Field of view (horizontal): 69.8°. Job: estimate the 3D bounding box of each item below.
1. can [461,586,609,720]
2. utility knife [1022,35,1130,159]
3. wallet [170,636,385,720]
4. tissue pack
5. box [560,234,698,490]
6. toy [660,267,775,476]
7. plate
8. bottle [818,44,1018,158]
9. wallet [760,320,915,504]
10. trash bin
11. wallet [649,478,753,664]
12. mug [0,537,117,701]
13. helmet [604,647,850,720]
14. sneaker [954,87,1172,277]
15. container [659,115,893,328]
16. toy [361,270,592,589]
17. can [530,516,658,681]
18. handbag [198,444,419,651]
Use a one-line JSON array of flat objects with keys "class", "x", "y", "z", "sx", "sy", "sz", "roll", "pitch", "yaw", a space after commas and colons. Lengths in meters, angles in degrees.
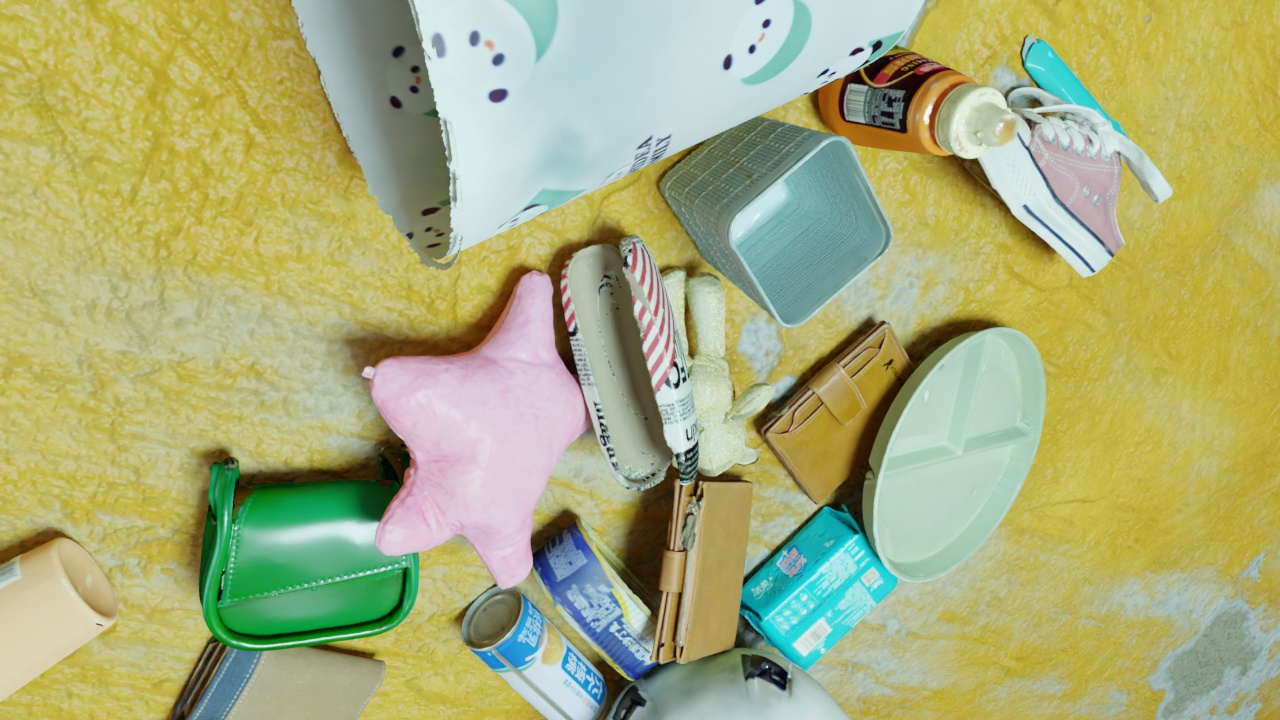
[{"class": "can", "x": -0.076, "y": 0.228, "z": 0.692, "sx": 0.053, "sy": 0.053, "sz": 0.134, "roll": -37, "pitch": 125, "yaw": -5}, {"class": "utility knife", "x": 0.337, "y": -0.198, "z": 0.706, "sx": 0.157, "sy": 0.013, "sz": 0.029, "roll": 31, "pitch": 96, "yaw": -31}, {"class": "wallet", "x": -0.245, "y": 0.228, "z": 0.625, "sx": 0.115, "sy": 0.033, "sz": 0.090, "roll": 26, "pitch": 104, "yaw": -34}, {"class": "tissue pack", "x": 0.153, "y": 0.193, "z": 0.788, "sx": 0.133, "sy": 0.050, "sz": 0.093, "roll": -41, "pitch": 123, "yaw": -3}, {"class": "box", "x": -0.010, "y": 0.004, "z": 0.592, "sx": 0.082, "sy": 0.075, "sz": 0.163, "roll": -14, "pitch": 100, "yaw": 14}, {"class": "toy", "x": 0.041, "y": 0.011, "z": 0.643, "sx": 0.105, "sy": 0.066, "sz": 0.157, "roll": -5, "pitch": 117, "yaw": 13}, {"class": "plate", "x": 0.265, "y": 0.079, "z": 0.774, "sx": 0.229, "sy": 0.027, "sz": 0.230, "roll": -15, "pitch": 117, "yaw": -33}, {"class": "bottle", "x": 0.171, "y": -0.155, "z": 0.563, "sx": 0.066, "sy": 0.149, "sz": 0.067, "roll": -11, "pitch": 118, "yaw": -21}, {"class": "wallet", "x": 0.160, "y": 0.038, "z": 0.729, "sx": 0.130, "sy": 0.035, "sz": 0.119, "roll": -42, "pitch": 131, "yaw": -2}, {"class": "trash bin", "x": -0.019, "y": -0.192, "z": 0.421, "sx": 0.251, "sy": 0.229, "sz": 0.230, "roll": -24, "pitch": 122, "yaw": -21}, {"class": "wallet", "x": 0.048, "y": 0.153, "z": 0.681, "sx": 0.107, "sy": 0.031, "sz": 0.131, "roll": 11, "pitch": 85, "yaw": -58}, {"class": "mug", "x": -0.365, "y": 0.154, "z": 0.507, "sx": 0.122, "sy": 0.078, "sz": 0.078, "roll": -32, "pitch": 124, "yaw": -15}, {"class": "helmet", "x": 0.059, "y": 0.304, "z": 0.720, "sx": 0.229, "sy": 0.145, "sz": 0.259, "roll": -14, "pitch": 166, "yaw": 4}, {"class": "sneaker", "x": 0.298, "y": -0.142, "z": 0.660, "sx": 0.240, "sy": 0.118, "sz": 0.088, "roll": 25, "pitch": 119, "yaw": -39}, {"class": "container", "x": 0.079, "y": -0.094, "z": 0.572, "sx": 0.090, "sy": 0.111, "sz": 0.090, "roll": -40, "pitch": 124, "yaw": -2}, {"class": "toy", "x": -0.094, "y": 0.034, "z": 0.562, "sx": 0.178, "sy": 0.075, "sz": 0.194, "roll": 38, "pitch": 70, "yaw": -46}, {"class": "can", "x": -0.024, "y": 0.180, "z": 0.682, "sx": 0.049, "sy": 0.074, "sz": 0.148, "roll": -37, "pitch": 126, "yaw": -2}, {"class": "handbag", "x": -0.202, "y": 0.113, "z": 0.572, "sx": 0.131, "sy": 0.068, "sz": 0.120, "roll": 1, "pitch": 106, "yaw": -25}]
